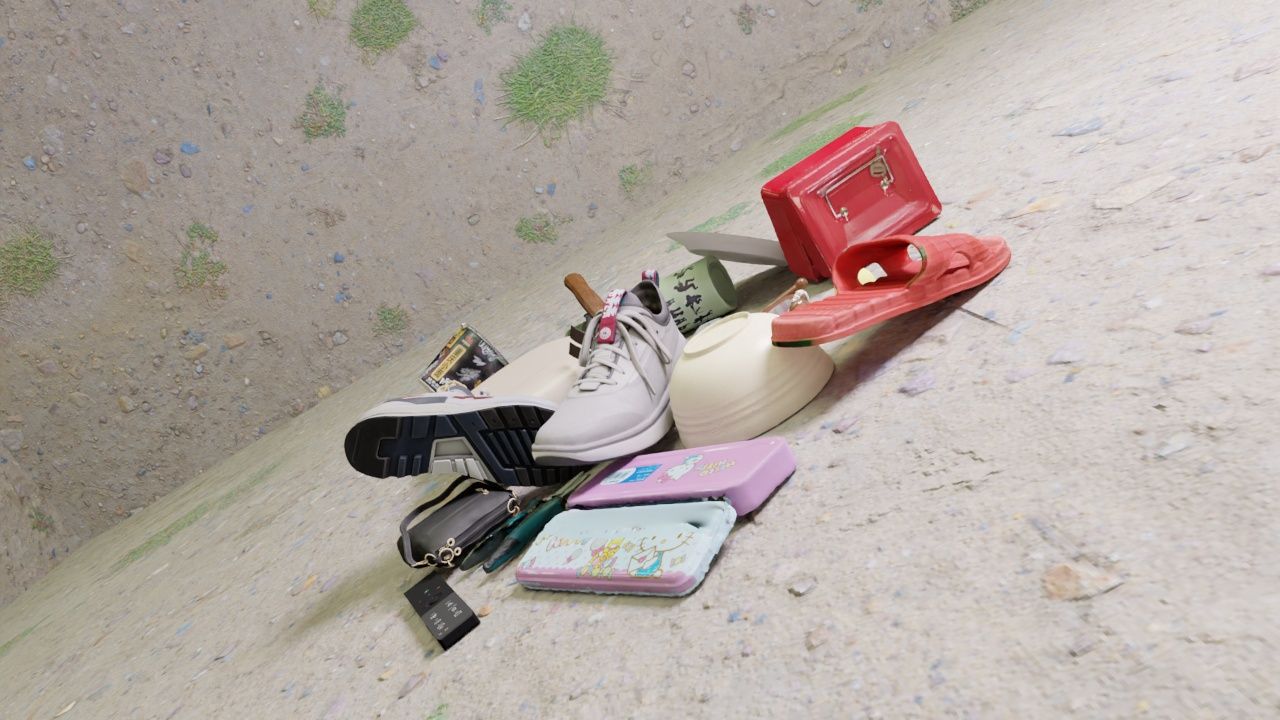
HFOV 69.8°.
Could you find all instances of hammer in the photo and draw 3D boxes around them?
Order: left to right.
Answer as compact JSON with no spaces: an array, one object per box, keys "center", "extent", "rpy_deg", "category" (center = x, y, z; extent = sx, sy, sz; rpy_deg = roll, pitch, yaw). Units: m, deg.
[{"center":[-0.049,-0.055,1.109],"extent":[0.115,0.033,0.323],"rpy_deg":[0,19,-16],"category":"hammer"}]

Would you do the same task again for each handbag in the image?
[{"center":[-0.172,0.156,0.873],"extent":[0.128,0.054,0.079],"rpy_deg":[-35,18,-37],"category":"handbag"},{"center":[-0.139,0.049,1.082],"extent":[0.210,0.103,0.209],"rpy_deg":[-36,18,-15],"category":"handbag"}]

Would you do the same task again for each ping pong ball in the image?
[{"center":[0.207,-0.070,0.882],"extent":[0.040,0.040,0.040],"rpy_deg":[-29,13,8],"category":"ping pong ball"}]

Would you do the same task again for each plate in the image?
[{"center":[0.125,-0.137,1.154],"extent":[0.188,0.016,0.188],"rpy_deg":[8,1,0],"category":"plate"}]

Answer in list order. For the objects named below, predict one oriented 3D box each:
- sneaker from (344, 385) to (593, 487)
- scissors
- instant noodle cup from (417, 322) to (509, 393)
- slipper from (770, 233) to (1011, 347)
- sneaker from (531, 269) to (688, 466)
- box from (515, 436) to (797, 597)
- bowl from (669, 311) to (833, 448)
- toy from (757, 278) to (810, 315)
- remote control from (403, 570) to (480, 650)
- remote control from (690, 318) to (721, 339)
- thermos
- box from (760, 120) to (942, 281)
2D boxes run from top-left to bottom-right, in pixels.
[{"center":[-0.166,0.064,0.923],"extent":[0.239,0.089,0.124],"rpy_deg":[2,16,-10],"category":"sneaker"},{"center":[-0.105,0.147,0.831],"extent":[0.148,0.019,0.123],"rpy_deg":[-29,13,4],"category":"scissors"},{"center":[-0.264,0.029,1.396],"extent":[0.112,0.137,0.137],"rpy_deg":[-44,16,-13],"category":"instant noodle cup"},{"center":[0.206,-0.074,0.766],"extent":[0.248,0.059,0.104],"rpy_deg":[-22,13,-27],"category":"slipper"},{"center":[-0.022,0.007,0.846],"extent":[0.097,0.129,0.262],"rpy_deg":[-7,19,30],"category":"sneaker"},{"center":[0.004,0.116,0.686],"extent":[0.215,0.035,0.150],"rpy_deg":[-15,25,50],"category":"box"},{"center":[0.084,0.006,0.803],"extent":[0.151,0.075,0.150],"rpy_deg":[-29,13,7],"category":"bowl"},{"center":[0.134,-0.038,0.922],"extent":[0.102,0.041,0.054],"rpy_deg":[-38,51,12],"category":"toy"},{"center":[-0.169,0.206,0.769],"extent":[0.034,0.013,0.150],"rpy_deg":[-36,14,-20],"category":"remote control"},{"center":[0.063,-0.013,1.051],"extent":[0.033,0.013,0.136],"rpy_deg":[-23,16,32],"category":"remote control"},{"center":[0.006,-0.057,1.189],"extent":[0.232,0.082,0.082],"rpy_deg":[-25,15,26],"category":"thermos"},{"center":[0.231,-0.179,1.038],"extent":[0.157,0.134,0.110],"rpy_deg":[-32,16,-9],"category":"box"}]
